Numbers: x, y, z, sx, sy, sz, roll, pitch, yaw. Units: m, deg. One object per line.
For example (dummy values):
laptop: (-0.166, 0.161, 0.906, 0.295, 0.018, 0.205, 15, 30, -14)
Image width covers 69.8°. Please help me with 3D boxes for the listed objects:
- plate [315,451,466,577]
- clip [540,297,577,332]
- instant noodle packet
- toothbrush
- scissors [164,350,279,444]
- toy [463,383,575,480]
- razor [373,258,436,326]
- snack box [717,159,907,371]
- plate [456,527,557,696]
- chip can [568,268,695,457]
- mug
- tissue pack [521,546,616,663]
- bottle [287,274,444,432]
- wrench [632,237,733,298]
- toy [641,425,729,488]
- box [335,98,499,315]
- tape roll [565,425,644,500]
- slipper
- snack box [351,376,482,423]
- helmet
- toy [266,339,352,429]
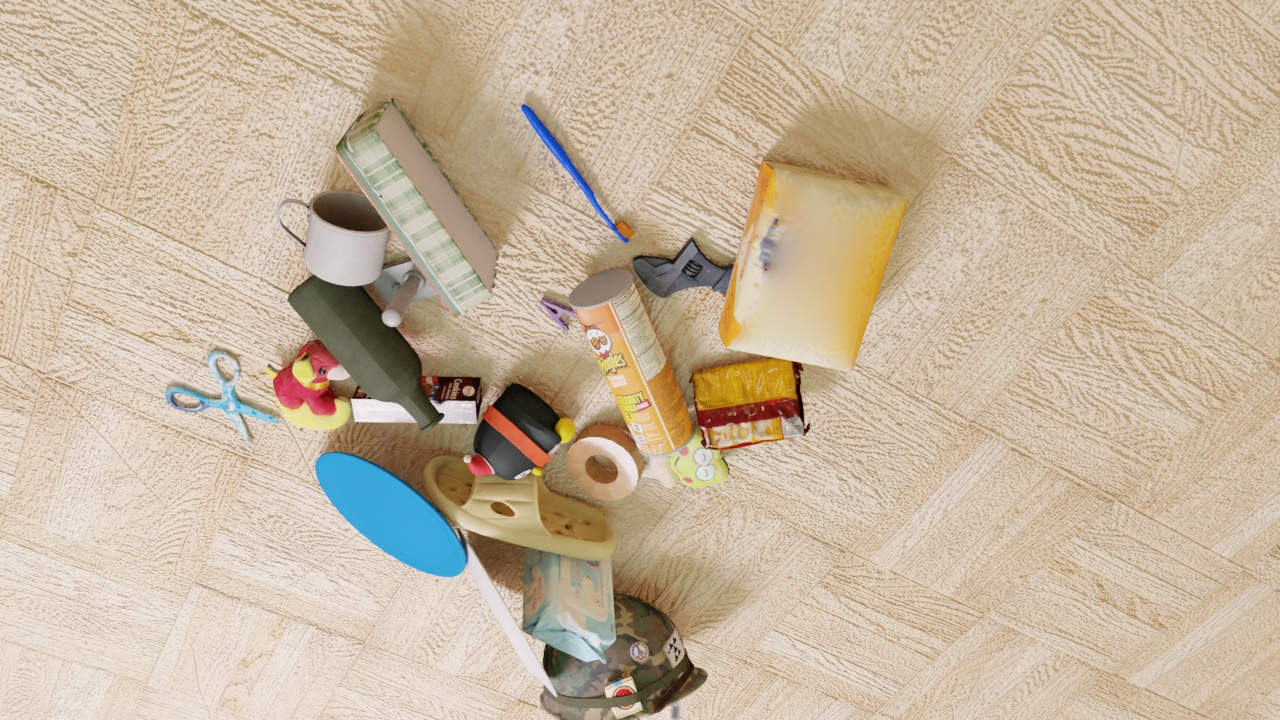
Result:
plate: (-0.304, 0.186, 1.134, 0.224, 0.024, 0.225, 22, 141, 18)
clip: (-0.093, -0.051, 1.043, 0.050, 0.014, 0.046, 10, 124, -10)
instant noodle packet: (0.130, 0.051, 1.077, 0.135, 0.039, 0.098, -10, 93, 5)
toothbrush: (-0.063, -0.193, 0.951, 0.018, 0.016, 0.182, -33, 117, 12)
scissors: (-0.508, 0.050, 1.103, 0.134, 0.012, 0.134, -10, 123, 5)
toy: (-0.147, 0.093, 1.073, 0.099, 0.097, 0.119, 42, 81, -3)
razor: (-0.249, -0.068, 0.969, 0.088, 0.116, 0.047, -15, 116, 8)
snack box: (0.175, -0.095, 0.958, 0.145, 0.080, 0.195, 10, 111, -7)
plate: (-0.175, 0.318, 1.151, 0.016, 0.242, 0.243, -30, 122, -16)
chip can: (-0.006, 0.006, 1.042, 0.075, 0.075, 0.215, -18, 121, 10)
mug: (-0.317, -0.128, 0.945, 0.113, 0.084, 0.071, 5, 126, -25)
tissue pack: (-0.090, 0.289, 1.157, 0.112, 0.181, 0.070, 36, 115, -28)
bottle: (-0.292, -0.009, 1.007, 0.072, 0.071, 0.207, -33, 104, 18)
wrench: (0.125, -0.083, 1.018, 0.273, 0.022, 0.073, 11, 120, -7)
toy: (0.049, 0.121, 1.134, 0.115, 0.046, 0.092, -7, 120, 13)
box: (-0.216, -0.153, 0.918, 0.050, 0.117, 0.205, -26, 121, 9)
tape roll: (-0.044, 0.127, 1.129, 0.094, 0.027, 0.094, 9, 121, 15)
slipper: (-0.136, 0.171, 1.125, 0.261, 0.111, 0.079, 23, 120, -18)
snack box: (-0.261, 0.045, 1.078, 0.141, 0.051, 0.032, 1, 122, -1)
helmet: (-0.023, 0.436, 1.234, 0.224, 0.192, 0.236, 4, 90, 5)
toy: (-0.383, 0.027, 1.066, 0.105, 0.067, 0.138, 21, 132, -11)
